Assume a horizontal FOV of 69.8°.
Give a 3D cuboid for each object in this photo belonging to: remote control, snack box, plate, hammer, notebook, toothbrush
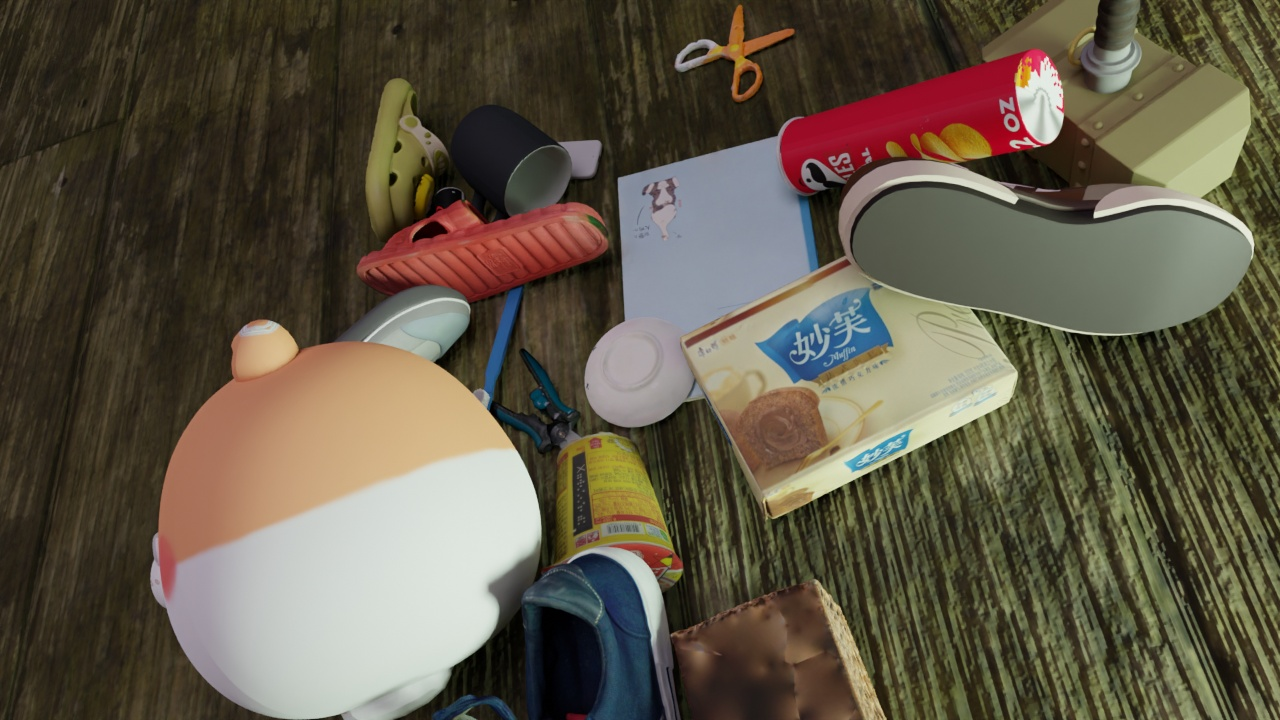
[{"bbox_3d":[-0.110,-0.206,0.955,0.147,0.008,0.045,2,66,22],"label":"remote control"},{"bbox_3d":[0.154,0.007,0.710,0.207,0.055,0.153,-26,60,0],"label":"snack box"},{"bbox_3d":[-0.005,0.005,0.789,0.104,0.026,0.104,-10,62,18],"label":"plate"},{"bbox_3d":[0.328,-0.250,0.624,0.100,0.325,0.190,-36,58,0],"label":"hammer"},{"bbox_3d":[0.069,-0.085,0.826,0.181,0.009,0.253,-12,62,15],"label":"notebook"},{"bbox_3d":[-0.133,-0.012,0.850,0.016,0.014,0.166,-7,54,26],"label":"toothbrush"}]

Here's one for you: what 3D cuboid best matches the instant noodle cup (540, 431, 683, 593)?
[{"bbox_3d":[-0.024,0.121,0.716,0.100,0.100,0.112,-20,49,10],"label":"instant noodle cup"}]

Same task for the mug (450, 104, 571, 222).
[{"bbox_3d":[-0.137,-0.182,0.911,0.094,0.085,0.122,41,121,26],"label":"mug"}]

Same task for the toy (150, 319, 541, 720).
[{"bbox_3d":[-0.213,0.113,0.660,0.265,0.263,0.280,-22,84,-11],"label":"toy"}]

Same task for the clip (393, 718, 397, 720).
[{"bbox_3d":[-0.166,0.314,0.704,0.168,0.031,0.164,-46,57,-5],"label":"clip"}]

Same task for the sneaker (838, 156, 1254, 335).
[{"bbox_3d":[0.285,-0.098,0.679,0.294,0.112,0.116,5,36,-2],"label":"sneaker"}]

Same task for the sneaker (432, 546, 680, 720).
[{"bbox_3d":[-0.039,0.274,0.578,0.121,0.127,0.294,-8,87,31],"label":"sneaker"}]

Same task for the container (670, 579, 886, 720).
[{"bbox_3d":[0.102,0.251,0.584,0.114,0.113,0.198,-23,58,8],"label":"container"}]

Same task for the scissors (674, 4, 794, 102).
[{"bbox_3d":[0.092,-0.312,0.930,0.131,0.011,0.125,-2,65,20],"label":"scissors"}]

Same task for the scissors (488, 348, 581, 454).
[{"bbox_3d":[-0.093,0.045,0.815,0.119,0.019,0.151,-16,59,14],"label":"scissors"}]

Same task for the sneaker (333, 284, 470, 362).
[{"bbox_3d":[-0.235,0.057,0.832,0.256,0.093,0.160,-38,66,-2],"label":"sneaker"}]

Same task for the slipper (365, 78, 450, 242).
[{"bbox_3d":[-0.244,-0.210,0.975,0.081,0.092,0.190,4,66,-12],"label":"slipper"}]

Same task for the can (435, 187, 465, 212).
[{"bbox_3d":[-0.192,-0.136,0.937,0.031,0.031,0.080,-18,60,12],"label":"can"}]

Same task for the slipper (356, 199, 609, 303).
[{"bbox_3d":[-0.148,-0.111,0.865,0.249,0.103,0.059,-11,61,16],"label":"slipper"}]

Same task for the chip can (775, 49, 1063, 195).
[{"bbox_3d":[0.213,-0.183,0.729,0.221,0.069,0.069,-2,60,51],"label":"chip can"}]
